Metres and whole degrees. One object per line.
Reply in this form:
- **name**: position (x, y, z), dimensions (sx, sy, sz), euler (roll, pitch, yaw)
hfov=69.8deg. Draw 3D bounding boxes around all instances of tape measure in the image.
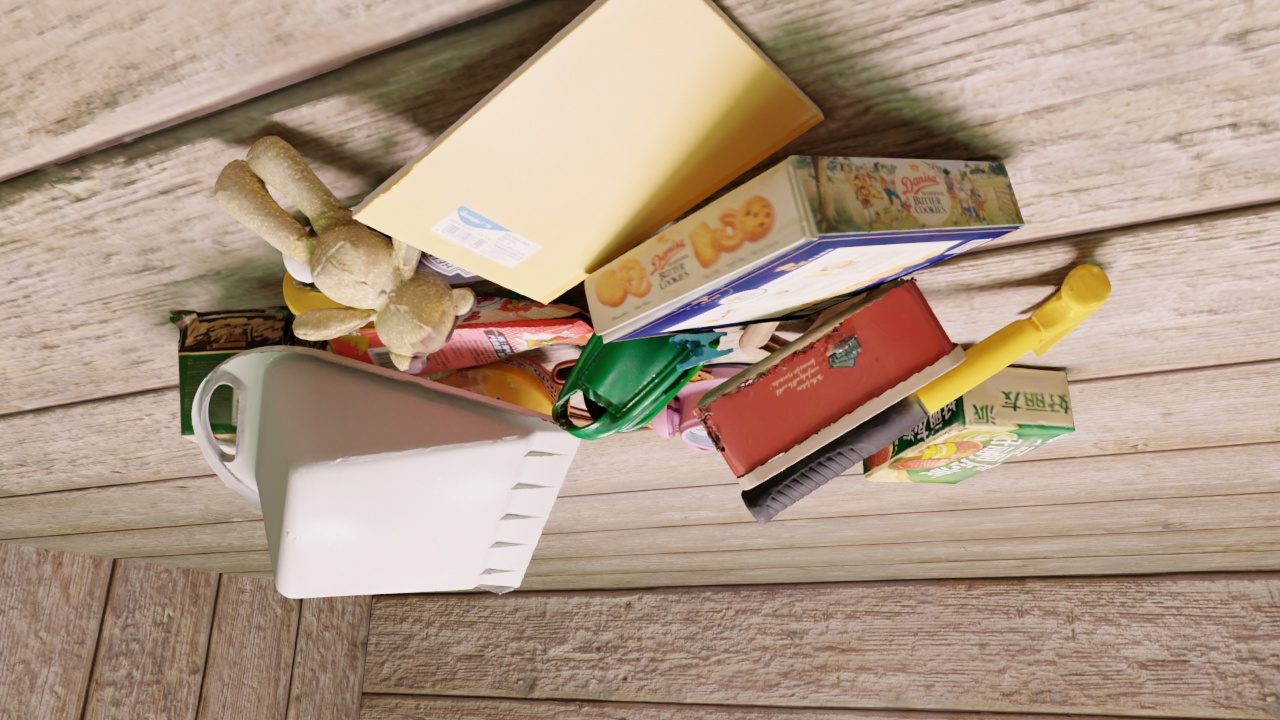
- **tape measure**: position (-0.219, -0.050, 0.641), dimensions (0.057, 0.060, 0.029), euler (9, 162, -4)

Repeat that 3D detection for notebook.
- **notebook**: position (-0.026, -0.101, 0.474), dimensions (0.207, 0.010, 0.145), euler (-31, 147, 29)

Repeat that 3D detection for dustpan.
- **dustpan**: position (-0.212, 0.082, 0.734), dimensions (0.257, 0.142, 0.223), euler (-2, 136, -29)

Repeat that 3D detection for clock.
- **clock**: position (0.074, 0.053, 0.912), dimensions (0.159, 0.059, 0.117), euler (-9, 157, 32)

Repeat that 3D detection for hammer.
- **hammer**: position (0.208, 0.032, 0.689), dimensions (0.301, 0.033, 0.128), euler (-35, 163, 11)

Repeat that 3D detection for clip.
- **clip**: position (0.040, -0.007, 0.584), dimensions (0.014, 0.047, 0.056), euler (-21, 175, 42)

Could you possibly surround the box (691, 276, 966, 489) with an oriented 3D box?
- **box**: position (0.119, 0.007, 0.622), dimensions (0.168, 0.080, 0.091), euler (-32, 180, 9)

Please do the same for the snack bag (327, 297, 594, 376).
- **snack bag**: position (-0.124, -0.021, 0.701), dimensions (0.208, 0.073, 0.128), euler (-3, 175, 5)

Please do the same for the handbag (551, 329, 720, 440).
- **handbag**: position (-0.004, 0.004, 0.657), dimensions (0.068, 0.120, 0.131), euler (42, -175, 6)

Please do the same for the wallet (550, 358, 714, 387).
- **wallet**: position (0.002, 0.009, 0.812), dimensions (0.119, 0.035, 0.130), euler (-6, 173, 22)

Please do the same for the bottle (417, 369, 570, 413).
- **bottle**: position (-0.145, 0.037, 0.890), dimensions (0.149, 0.066, 0.067), euler (16, 157, -16)

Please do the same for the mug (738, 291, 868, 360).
- **mug**: position (0.146, -0.008, 0.727), dimensions (0.124, 0.084, 0.104), euler (28, 158, 3)

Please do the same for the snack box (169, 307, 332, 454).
- **snack box**: position (-0.330, 0.025, 0.791), dimensions (0.118, 0.105, 0.117), euler (-4, 159, 10)

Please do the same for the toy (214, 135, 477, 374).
- **toy**: position (-0.171, -0.062, 0.532), dimensions (0.157, 0.105, 0.066), euler (43, -178, -19)

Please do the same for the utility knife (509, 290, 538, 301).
- **utility knife**: position (-0.063, -0.067, 0.656), dimensions (0.029, 0.013, 0.152), euler (12, 160, -22)

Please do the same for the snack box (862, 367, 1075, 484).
- **snack box**: position (0.324, 0.072, 0.944), dimensions (0.114, 0.063, 0.240), euler (3, 160, -9)

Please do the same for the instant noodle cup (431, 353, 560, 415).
- **instant noodle cup**: position (-0.126, 0.057, 0.806), dimensions (0.138, 0.138, 0.109), euler (1, -163, 2)

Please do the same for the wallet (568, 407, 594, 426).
- **wallet**: position (-0.102, 0.071, 1.038), dimensions (0.115, 0.020, 0.101), euler (14, 158, -39)

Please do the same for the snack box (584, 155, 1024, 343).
- **snack box**: position (0.091, -0.061, 0.533), dimensions (0.182, 0.045, 0.178), euler (-7, 170, -38)

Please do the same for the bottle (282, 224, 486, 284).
- **bottle**: position (-0.138, -0.078, 0.580), dimensions (0.195, 0.044, 0.080), euler (-5, 151, 20)
